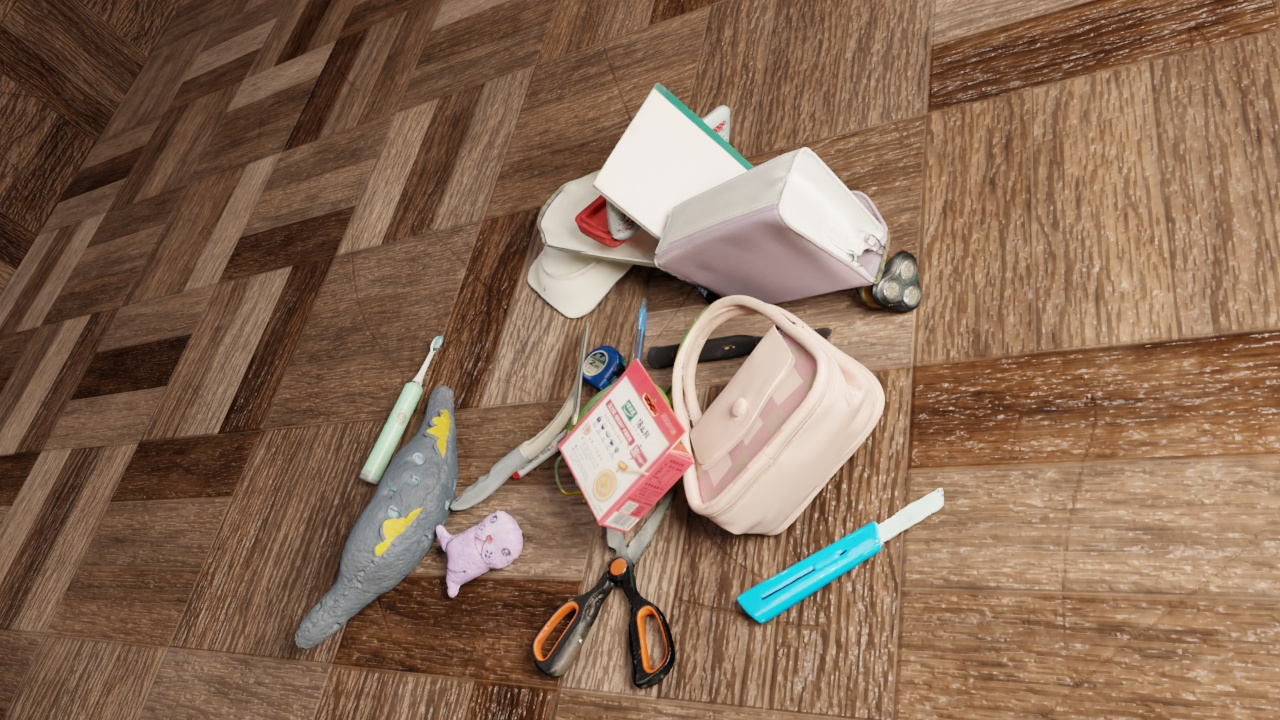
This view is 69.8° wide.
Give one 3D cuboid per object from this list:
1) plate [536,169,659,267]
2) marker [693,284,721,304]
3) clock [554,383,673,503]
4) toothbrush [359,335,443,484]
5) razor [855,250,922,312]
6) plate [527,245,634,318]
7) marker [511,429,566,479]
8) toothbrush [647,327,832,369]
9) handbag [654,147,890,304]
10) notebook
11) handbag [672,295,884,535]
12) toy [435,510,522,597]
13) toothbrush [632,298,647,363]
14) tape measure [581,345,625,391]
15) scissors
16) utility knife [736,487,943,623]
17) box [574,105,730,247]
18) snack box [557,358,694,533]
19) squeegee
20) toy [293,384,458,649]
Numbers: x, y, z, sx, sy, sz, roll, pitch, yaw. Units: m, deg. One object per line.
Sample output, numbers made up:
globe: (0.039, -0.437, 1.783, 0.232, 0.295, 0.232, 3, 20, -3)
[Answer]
plate: (-0.002, -0.171, 1.138, 0.266, 0.034, 0.161, 11, 53, 26)
marker: (0.069, -0.097, 1.086, 0.022, 0.020, 0.132, -18, 43, -15)
clock: (-0.025, 0.091, 0.988, 0.161, 0.056, 0.116, -29, 44, 11)
toothbrush: (-0.318, 0.063, 1.239, 0.027, 0.026, 0.224, -13, 50, 55)
razor: (0.234, -0.111, 0.958, 0.068, 0.062, 0.167, -64, 32, 27)
plate: (-0.076, -0.145, 1.209, 0.163, 0.034, 0.164, -48, 46, -3)
marker: (-0.092, 0.093, 1.066, 0.145, 0.017, 0.017, -36, 46, 9)
toothbrush: (0.105, -0.016, 1.000, 0.213, 0.027, 0.026, -8, 100, 29)
handbag: (0.132, -0.123, 0.934, 0.197, 0.145, 0.098, -12, 49, 54)
notebook: (0.062, -0.190, 1.031, 0.150, 0.209, 0.012, -60, 21, -18)
handbag: (0.105, 0.031, 0.890, 0.194, 0.093, 0.234, -52, 39, 21)
toy: (-0.179, 0.207, 1.028, 0.108, 0.039, 0.083, -27, 68, 18)
toothbrush: (-0.006, 0.006, 0.992, 0.016, 0.014, 0.189, -26, 43, 36)
tape measure: (-0.044, 0.010, 1.084, 0.054, 0.025, 0.058, -51, 43, -8)
scissors: (-0.021, 0.232, 0.919, 0.221, 0.022, 0.230, -42, 43, -3)
utility knife: (0.181, 0.173, 0.819, 0.209, 0.018, 0.034, -34, 46, 9)
box: (0.015, -0.228, 1.091, 0.201, 0.100, 0.112, -42, 51, -21)
snack box: (-0.009, 0.082, 0.891, 0.127, 0.044, 0.113, -48, 46, 16)
squeegee: (-0.130, 0.096, 1.043, 0.247, 0.039, 0.246, -47, 16, 16)
toy: (-0.291, 0.185, 1.092, 0.138, 0.091, 0.355, 2, 58, 50)
